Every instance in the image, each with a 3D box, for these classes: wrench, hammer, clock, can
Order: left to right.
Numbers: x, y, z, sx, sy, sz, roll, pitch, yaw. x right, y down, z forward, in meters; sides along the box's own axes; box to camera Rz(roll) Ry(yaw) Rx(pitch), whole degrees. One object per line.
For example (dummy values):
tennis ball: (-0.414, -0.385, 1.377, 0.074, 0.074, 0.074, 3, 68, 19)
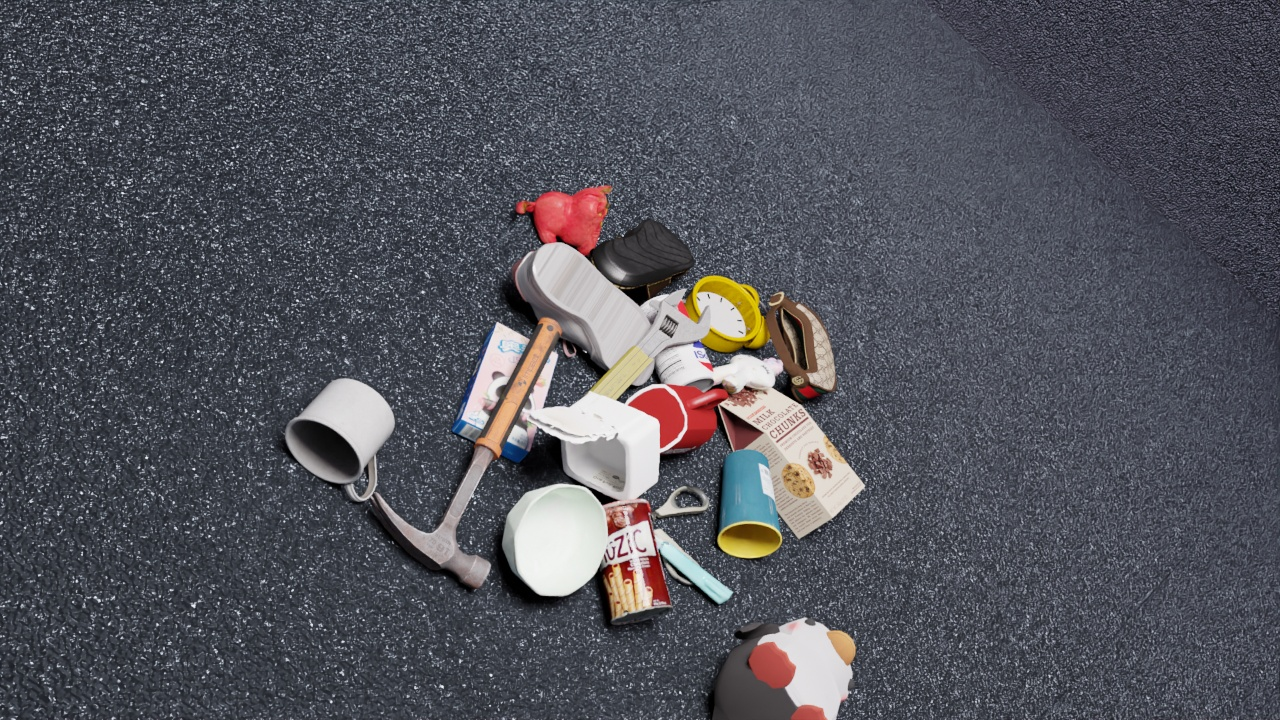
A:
hammer: (-0.168, 0.073, 0.987, 0.137, 0.035, 0.313, 33, 56, -15)
wrench: (-0.007, 0.007, 1.147, 0.083, 0.018, 0.272, 47, 64, -11)
can: (0.046, -0.018, 1.232, 0.070, 0.070, 0.132, -4, 61, -38)
clock: (0.130, -0.067, 1.349, 0.151, 0.052, 0.113, 1, 58, -31)

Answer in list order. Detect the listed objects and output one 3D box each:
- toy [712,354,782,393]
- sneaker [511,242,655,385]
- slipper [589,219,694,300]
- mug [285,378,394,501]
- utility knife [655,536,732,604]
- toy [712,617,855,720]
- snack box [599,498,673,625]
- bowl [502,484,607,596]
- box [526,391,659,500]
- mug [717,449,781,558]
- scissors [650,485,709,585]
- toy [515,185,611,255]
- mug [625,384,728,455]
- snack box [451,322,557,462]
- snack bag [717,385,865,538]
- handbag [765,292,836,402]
toy: (0.146, 0.016, 1.256, 0.122, 0.038, 0.079, -16, 27, -33)
sneaker: (-0.075, -0.056, 1.167, 0.236, 0.090, 0.099, 48, 65, -30)
slipper: (-0.004, -0.136, 1.282, 0.113, 0.076, 0.267, 42, 27, 5)
mug: (-0.289, 0.081, 0.911, 0.113, 0.084, 0.070, 66, 32, -29)
utility knife: (0.050, 0.236, 1.067, 0.141, 0.015, 0.022, 41, 69, -8)
toy: (0.165, 0.357, 1.019, 0.159, 0.140, 0.183, 57, 30, 13)
snack box: (-0.012, 0.220, 1.004, 0.072, 0.072, 0.121, 4, 60, -35)
bowl: (-0.098, 0.184, 0.965, 0.117, 0.061, 0.117, -2, 93, -40)
box: (-0.055, 0.091, 1.002, 0.107, 0.152, 0.131, 20, 36, 28)
mug: (0.135, 0.176, 1.153, 0.078, 0.078, 0.121, 24, 43, -20)
scissors: (0.025, 0.198, 1.095, 0.170, 0.013, 0.157, -15, 69, -38)
toy: (-0.104, -0.211, 1.251, 0.132, 0.094, 0.088, 11, 53, -29)
mug: (0.049, 0.065, 1.118, 0.096, 0.117, 0.080, 8, 54, -64)
snack box: (-0.155, 0.036, 1.070, 0.088, 0.033, 0.153, 28, 46, -18)
snack bag: (0.193, 0.122, 1.237, 0.094, 0.070, 0.206, -29, 78, -45)
handbag: (0.232, -0.025, 1.356, 0.138, 0.063, 0.166, 41, 38, -40)
